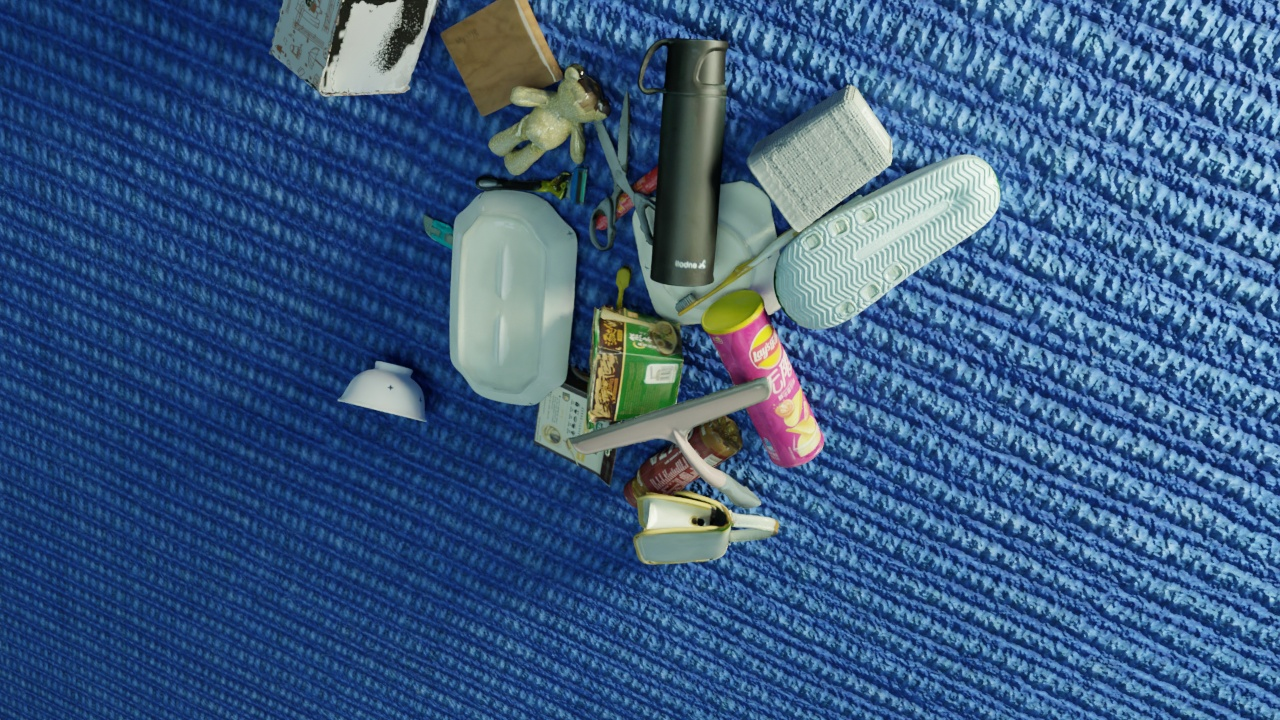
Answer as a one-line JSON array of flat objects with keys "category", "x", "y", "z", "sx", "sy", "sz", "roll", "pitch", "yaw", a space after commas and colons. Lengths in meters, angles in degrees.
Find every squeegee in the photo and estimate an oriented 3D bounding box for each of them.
[{"category": "squeegee", "x": 0.086, "y": 0.130, "z": 1.080, "sx": 0.248, "sy": 0.040, "sz": 0.249, "roll": -20, "pitch": 139, "yaw": 24}]

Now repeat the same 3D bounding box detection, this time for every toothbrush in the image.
[{"category": "toothbrush", "x": -0.030, "y": -0.030, "z": 1.119, "sx": 0.016, "sy": 0.016, "sz": 0.190, "roll": 15, "pitch": 124, "yaw": 9}, {"category": "toothbrush", "x": 0.110, "y": -0.102, "z": 0.989, "sx": 0.192, "sy": 0.016, "sz": 0.018, "roll": -35, "pitch": 97, "yaw": 29}]

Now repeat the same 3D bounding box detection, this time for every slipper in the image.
[{"category": "slipper", "x": 0.244, "y": -0.128, "z": 0.940, "sx": 0.246, "sy": 0.074, "sz": 0.104, "roll": -31, "pitch": 105, "yaw": 14}]

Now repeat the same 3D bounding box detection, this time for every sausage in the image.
[{"category": "sausage", "x": 0.000, "y": -0.189, "z": 1.016, "sx": 0.156, "sy": 0.020, "sz": 0.020, "roll": -34, "pitch": 104, "yaw": 31}]

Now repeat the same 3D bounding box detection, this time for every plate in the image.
[{"category": "plate", "x": -0.161, "y": -0.068, "z": 1.097, "sx": 0.162, "sy": 0.034, "sz": 0.266, "roll": 12, "pitch": 109, "yaw": 13}, {"category": "plate", "x": 0.074, "y": -0.110, "z": 1.027, "sx": 0.164, "sy": 0.034, "sz": 0.164, "roll": -6, "pitch": 116, "yaw": 21}]

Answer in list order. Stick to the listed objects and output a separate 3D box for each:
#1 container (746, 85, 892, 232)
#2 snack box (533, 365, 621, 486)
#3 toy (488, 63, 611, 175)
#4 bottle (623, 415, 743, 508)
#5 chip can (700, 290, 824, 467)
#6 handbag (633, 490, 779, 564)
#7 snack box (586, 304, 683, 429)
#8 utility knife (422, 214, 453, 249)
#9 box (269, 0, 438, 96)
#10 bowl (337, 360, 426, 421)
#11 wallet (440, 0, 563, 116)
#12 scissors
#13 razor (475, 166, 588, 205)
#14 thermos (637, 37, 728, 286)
[{"category": "container", "x": 0.181, "y": -0.203, "z": 0.907, "sx": 0.115, "sy": 0.090, "sz": 0.090, "roll": -33, "pitch": 105, "yaw": 27}, {"category": "snack box", "x": -0.071, "y": 0.079, "z": 1.159, "sx": 0.126, "sy": 0.053, "sz": 0.113, "roll": 24, "pitch": 125, "yaw": 19}, {"category": "toy", "x": -0.101, "y": -0.255, "z": 0.992, "sx": 0.158, "sy": 0.066, "sz": 0.105, "roll": -27, "pitch": 114, "yaw": 36}, {"category": "bottle", "x": 0.049, "y": 0.131, "z": 1.158, "sx": 0.057, "sy": 0.057, "sz": 0.175, "roll": 45, "pitch": 122, "yaw": -9}, {"category": "chip can", "x": 0.142, "y": 0.025, "z": 1.037, "sx": 0.072, "sy": 0.071, "sz": 0.210, "roll": -14, "pitch": 123, "yaw": 25}, {"category": "handbag", "x": 0.082, "y": 0.210, "z": 1.157, "sx": 0.179, "sy": 0.063, "sz": 0.163, "roll": -1, "pitch": 156, "yaw": 3}, {"category": "snack box", "x": -0.006, "y": 0.006, "z": 1.064, "sx": 0.105, "sy": 0.117, "sz": 0.118, "roll": 4, "pitch": 125, "yaw": -4}, {"category": "utility knife", "x": -0.199, "y": -0.133, "z": 1.119, "sx": 0.157, "sy": 0.013, "sz": 0.029, "roll": 26, "pitch": 123, "yaw": 3}, {"category": "box", "x": -0.309, "y": -0.401, "z": 0.937, "sx": 0.193, "sy": 0.156, "sz": 0.183, "roll": 39, "pitch": 122, "yaw": 15}, {"category": "bowl", "x": -0.336, "y": 0.038, "z": 1.224, "sx": 0.118, "sy": 0.118, "sz": 0.064, "roll": 13, "pitch": 83, "yaw": 12}, {"category": "wallet", "x": -0.151, "y": -0.329, "z": 0.989, "sx": 0.115, "sy": 0.020, "sz": 0.101, "roll": -17, "pitch": 110, "yaw": 29}, {"category": "scissors", "x": -0.022, "y": -0.196, "z": 1.003, "sx": 0.159, "sy": 0.014, "sz": 0.176, "roll": 40, "pitch": 121, "yaw": 9}, {"category": "razor", "x": -0.125, "y": -0.200, "z": 1.050, "sx": 0.143, "sy": 0.022, "sz": 0.042, "roll": 6, "pitch": 90, "yaw": 20}, {"category": "thermos", "x": 0.039, "y": -0.201, "z": 0.939, "sx": 0.090, "sy": 0.068, "sz": 0.243, "roll": 1, "pitch": 107, "yaw": -2}]
